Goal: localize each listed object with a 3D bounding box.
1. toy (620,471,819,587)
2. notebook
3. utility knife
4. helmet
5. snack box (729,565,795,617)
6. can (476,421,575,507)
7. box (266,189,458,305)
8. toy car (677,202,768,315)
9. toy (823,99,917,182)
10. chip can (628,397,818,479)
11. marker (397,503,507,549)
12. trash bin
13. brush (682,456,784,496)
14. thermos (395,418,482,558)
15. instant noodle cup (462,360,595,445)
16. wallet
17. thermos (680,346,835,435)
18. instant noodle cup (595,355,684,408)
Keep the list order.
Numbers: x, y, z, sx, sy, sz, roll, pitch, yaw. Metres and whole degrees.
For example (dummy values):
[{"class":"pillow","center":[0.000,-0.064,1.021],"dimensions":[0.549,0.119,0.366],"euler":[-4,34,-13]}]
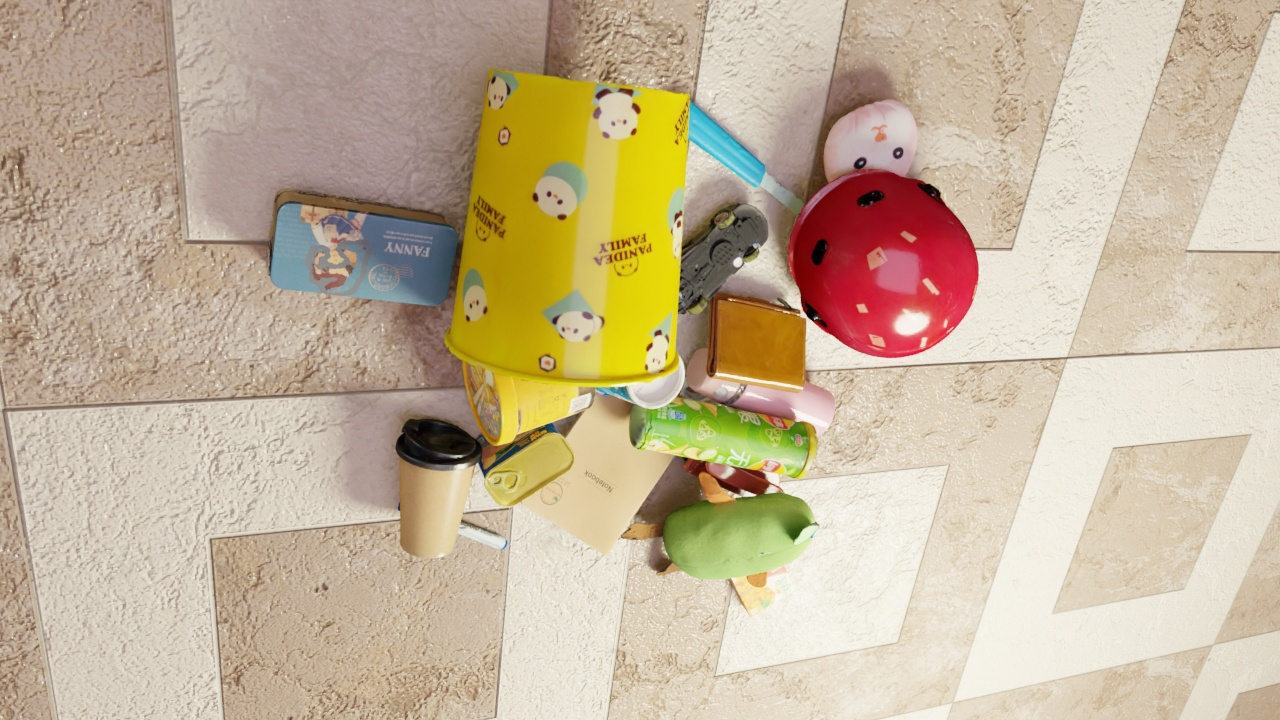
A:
[{"class":"toy","center":[0.110,0.223,1.161],"dimensions":[0.247,0.089,0.227],"euler":[-13,131,20]},{"class":"notebook","center":[-0.032,0.118,1.106],"dimensions":[0.148,0.008,0.207],"euler":[39,83,-31]},{"class":"utility knife","center":[0.111,-0.221,1.022],"dimensions":[0.218,0.018,0.034],"euler":[31,98,-30]},{"class":"helmet","center":[0.292,-0.098,1.056],"dimensions":[0.207,0.144,0.240],"euler":[-47,133,11]},{"class":"snack box","center":[0.157,0.285,1.283],"dimensions":[0.077,0.027,0.156],"euler":[-30,122,-6]},{"class":"can","center":[-0.134,0.105,1.038],"dimensions":[0.102,0.083,0.057],"euler":[-33,122,-5]},{"class":"box","center":[-0.264,-0.108,0.895],"dimensions":[0.184,0.061,0.090],"euler":[4,113,-23]},{"class":"toy car","center":[0.079,-0.115,1.046],"dimensions":[0.158,0.042,0.070],"euler":[-41,123,0]},{"class":"toy","center":[0.268,-0.222,1.072],"dimensions":[0.121,0.054,0.160],"euler":[-19,128,-13]},{"class":"chip can","center":[0.096,0.088,1.090],"dimensions":[0.221,0.072,0.073],"euler":[12,110,-13]},{"class":"marker","center":[-0.220,0.195,1.085],"dimensions":[0.145,0.017,0.017],"euler":[30,100,-31]},{"class":"trash bin","center":[-0.061,-0.131,0.862],"dimensions":[0.229,0.229,0.255],"euler":[0,108,-23]},{"class":"brush","center":[0.126,0.142,1.175],"dimensions":[0.145,0.069,0.063],"euler":[29,101,-31]},{"class":"thermos","center":[-0.227,0.140,1.008],"dimensions":[0.093,0.093,0.143],"euler":[3,111,-24]},{"class":"instant noodle cup","center":[-0.118,0.021,0.990],"dimensions":[0.114,0.118,0.119],"euler":[-13,119,-25]},{"class":"wallet","center":[0.139,-0.028,1.083],"dimensions":[0.130,0.035,0.119],"euler":[10,73,-28]},{"class":"thermos","center":[0.143,0.044,1.142],"dimensions":[0.198,0.067,0.087],"euler":[19,135,-30]},{"class":"instant noodle cup","center":[-0.006,0.006,1.020],"dimensions":[0.099,0.110,0.099],"euler":[-7,106,-26]}]
